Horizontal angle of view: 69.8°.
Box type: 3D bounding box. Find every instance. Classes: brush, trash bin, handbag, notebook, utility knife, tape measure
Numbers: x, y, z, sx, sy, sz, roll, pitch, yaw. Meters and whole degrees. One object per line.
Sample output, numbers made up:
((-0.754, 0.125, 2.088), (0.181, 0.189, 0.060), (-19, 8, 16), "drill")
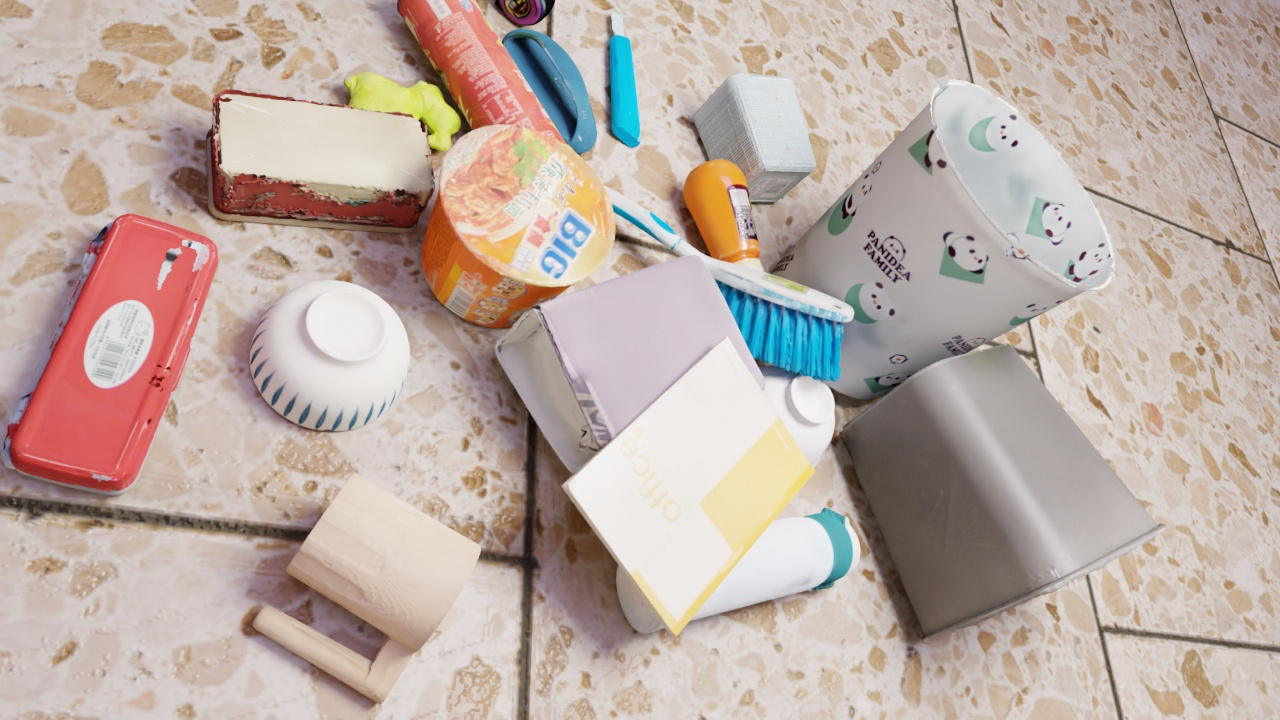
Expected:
((0.057, -0.082, 0.880), (0.315, 0.110, 0.060), (21, 26, 16), "brush")
((0.326, 0.120, 0.875), (0.198, 0.200, 0.219), (-10, 65, -35), "trash bin")
((-0.088, -0.266, 0.897), (0.055, 0.074, 0.144), (-25, 79, -42), "brush")
((-0.005, 0.005, 0.787), (0.196, 0.099, 0.145), (-23, 77, -40), "handbag")
((0.047, 0.093, 0.729), (0.205, 0.010, 0.146), (-40, 100, -35), "notebook")
((-0.019, -0.312, 0.995), (0.034, 0.018, 0.185), (17, 57, -36), "utility knife")
((-0.117, -0.379, 0.948), (0.058, 0.057, 0.039), (32, 52, -2), "tape measure")
((0.274, -0.097, 0.894), (0.229, 0.253, 0.229), (20, 49, -26), "trash bin")

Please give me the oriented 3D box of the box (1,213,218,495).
((-0.360, -0.009, 0.632), (0.086, 0.048, 0.200), (18, 58, -21), "box")

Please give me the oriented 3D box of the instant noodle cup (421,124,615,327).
((-0.112, -0.105, 0.775), (0.151, 0.112, 0.151), (13, 60, -24), "instant noodle cup")

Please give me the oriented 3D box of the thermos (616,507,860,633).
((0.091, 0.177, 0.780), (0.223, 0.073, 0.073), (-4, 68, -32), "thermos")

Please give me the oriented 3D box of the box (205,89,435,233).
((-0.256, -0.161, 0.743), (0.168, 0.077, 0.091), (0, 65, -30), "box")

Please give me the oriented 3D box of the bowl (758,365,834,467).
((0.147, 0.048, 0.878), (0.118, 0.065, 0.118), (14, 60, -25), "bowl")

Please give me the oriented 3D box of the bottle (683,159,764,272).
((0.091, -0.129, 0.937), (0.066, 0.067, 0.149), (-6, 71, -32), "bottle")

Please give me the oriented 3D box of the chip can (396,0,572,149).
((-0.147, -0.261, 0.861), (0.073, 0.073, 0.216), (-27, 81, -37), "chip can")

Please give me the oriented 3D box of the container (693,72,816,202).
((0.126, -0.238, 1.000), (0.089, 0.090, 0.111), (-5, 72, -32), "container")

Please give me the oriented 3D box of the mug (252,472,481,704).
((-0.187, 0.154, 0.629), (0.103, 0.084, 0.124), (34, 80, -9), "mug")

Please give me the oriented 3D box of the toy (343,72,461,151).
((-0.215, -0.224, 0.828), (0.099, 0.031, 0.096), (-37, 89, -38), "toy")

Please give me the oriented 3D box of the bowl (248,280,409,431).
((-0.228, -0.012, 0.689), (0.116, 0.066, 0.116), (14, 60, -24), "bowl")
